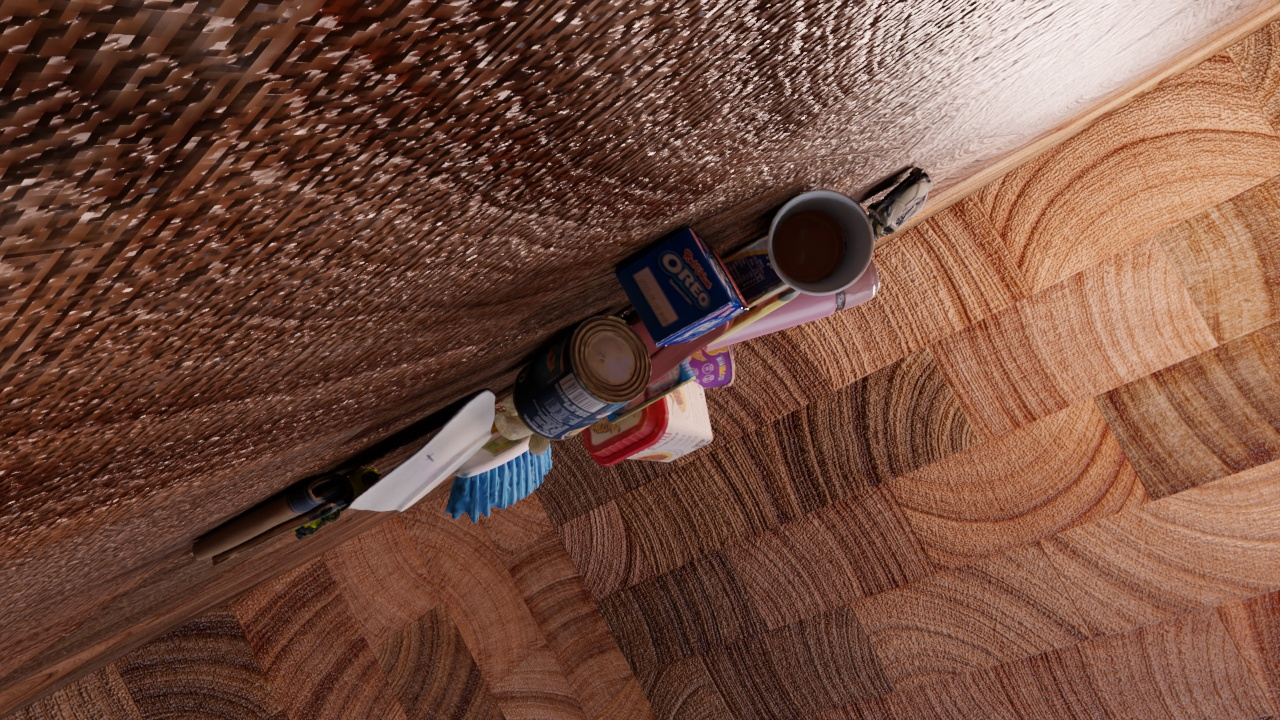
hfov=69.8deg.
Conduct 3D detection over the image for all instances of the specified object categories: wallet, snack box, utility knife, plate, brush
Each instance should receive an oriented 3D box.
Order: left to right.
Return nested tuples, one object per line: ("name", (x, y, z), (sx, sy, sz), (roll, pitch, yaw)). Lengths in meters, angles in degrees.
("wallet", (-0.314, 0.137, 0.794), (0.115, 0.033, 0.090), (-25, 178, 2))
("plate", (-0.194, 0.094, 0.866), (0.164, 0.034, 0.164), (-40, 179, -9))
("brush", (-0.115, 0.086, 1.141), (0.060, 0.110, 0.313), (21, -148, 33))
("brush", (0.022, -0.019, 0.802), (0.146, 0.063, 0.069), (-32, -147, 30))
("snack box", (0.036, -0.047, 0.644), (0.057, 0.058, 0.207), (-29, 178, 10))
("utility knife", (0.088, -0.031, 0.822), (0.030, 0.019, 0.184), (-22, 170, -32))

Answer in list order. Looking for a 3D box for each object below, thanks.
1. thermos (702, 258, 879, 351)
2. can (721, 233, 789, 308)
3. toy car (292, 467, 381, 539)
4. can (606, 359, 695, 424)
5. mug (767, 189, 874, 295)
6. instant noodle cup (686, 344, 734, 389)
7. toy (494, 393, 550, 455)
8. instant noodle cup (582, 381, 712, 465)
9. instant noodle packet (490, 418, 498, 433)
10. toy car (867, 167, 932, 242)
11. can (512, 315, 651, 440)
("thermos", (0.151, -0.072, 0.989), (0.198, 0.067, 0.087), (-18, -148, -7))
("can", (0.124, -0.090, 0.843), (0.148, 0.049, 0.075), (-28, 177, -5))
("toy car", (-0.297, 0.133, 0.892), (0.048, 0.032, 0.105), (-31, -172, 34))
("can", (-0.005, 0.005, 0.926), (0.102, 0.083, 0.057), (-29, 178, 9))
("mug", (0.139, -0.093, 0.738), (0.078, 0.078, 0.122), (-29, -178, 7))
("instant noodle cup", (0.049, -0.006, 1.125), (0.099, 0.111, 0.112), (-19, 175, -16))
("toy", (-0.111, 0.050, 0.982), (0.157, 0.066, 0.105), (-18, 124, -76))
("instant noodle cup", (0.009, 0.059, 1.034), (0.117, 0.116, 0.124), (-29, 148, 34))
("instant noodle packet", (-0.198, 0.102, 1.199), (0.128, 0.044, 0.111), (-29, -178, 0))
("toy car", (0.275, -0.165, 0.993), (0.070, 0.042, 0.158), (-41, 174, 5))
("can", (-0.049, 0.016, 0.761), (0.075, 0.075, 0.111), (-27, 177, -37))
